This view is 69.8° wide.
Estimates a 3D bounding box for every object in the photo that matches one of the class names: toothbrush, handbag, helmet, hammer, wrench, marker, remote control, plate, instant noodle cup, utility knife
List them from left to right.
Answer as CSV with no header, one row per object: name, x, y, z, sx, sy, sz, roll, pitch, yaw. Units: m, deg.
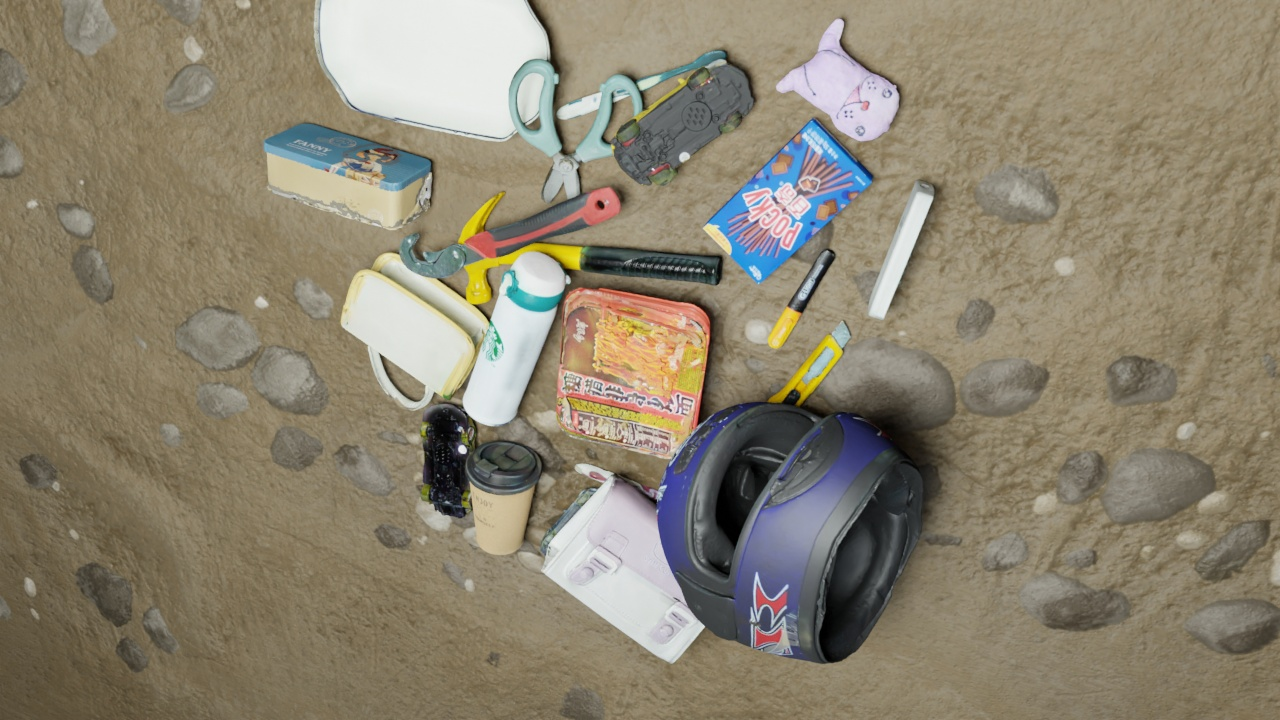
handbag,-0.278,-0.023,1.102,0.163,0.063,0.179,35,127,-1
plate,-0.214,-0.326,0.958,0.266,0.034,0.162,14,117,11
wrench,-0.145,-0.137,0.995,0.274,0.016,0.056,-11,110,22
hammer,-0.061,-0.112,1.008,0.301,0.032,0.129,7,116,14
instant noodle cup,-0.006,0.006,1.017,0.164,0.078,0.189,12,117,11
toothbrush,-0.002,-0.278,0.927,0.192,0.018,0.016,-13,114,24
handbag,0.003,0.247,1.096,0.197,0.098,0.145,37,100,-8
toothbrush,0.007,0.162,1.117,0.187,0.017,0.016,19,116,8
helmet,0.134,0.155,0.930,0.240,0.246,0.316,27,154,31
utility knife,0.175,0.026,1.006,0.033,0.015,0.174,32,118,-2
marker,0.169,-0.064,0.968,0.018,0.015,0.124,27,116,-1
remote control,0.255,-0.107,0.900,0.019,0.056,0.135,19,116,7

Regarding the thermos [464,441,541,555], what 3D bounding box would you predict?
thermos,-0.172,0.170,1.139,0.093,0.092,0.143,16,124,10

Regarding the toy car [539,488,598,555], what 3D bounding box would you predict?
toy car,-0.077,0.209,1.154,0.054,0.036,0.121,38,109,-6

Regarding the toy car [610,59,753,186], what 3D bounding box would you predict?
toy car,0.042,-0.235,0.912,0.156,0.041,0.071,-34,116,19

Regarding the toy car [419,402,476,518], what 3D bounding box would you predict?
toy car,-0.240,0.126,1.162,0.070,0.042,0.158,8,109,14

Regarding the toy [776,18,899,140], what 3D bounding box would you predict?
toy,0.195,-0.255,0.862,0.108,0.038,0.084,40,109,-2

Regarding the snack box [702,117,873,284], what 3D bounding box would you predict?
snack box,0.146,-0.158,0.927,0.084,0.026,0.157,44,118,-6

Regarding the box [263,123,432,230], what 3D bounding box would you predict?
box,-0.327,-0.206,1.015,0.184,0.089,0.062,19,123,7

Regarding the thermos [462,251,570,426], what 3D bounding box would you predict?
thermos,-0.143,-0.023,1.025,0.073,0.073,0.225,29,130,3

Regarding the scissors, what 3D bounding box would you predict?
scissors,-0.087,-0.235,0.944,0.169,0.019,0.178,24,129,-19
